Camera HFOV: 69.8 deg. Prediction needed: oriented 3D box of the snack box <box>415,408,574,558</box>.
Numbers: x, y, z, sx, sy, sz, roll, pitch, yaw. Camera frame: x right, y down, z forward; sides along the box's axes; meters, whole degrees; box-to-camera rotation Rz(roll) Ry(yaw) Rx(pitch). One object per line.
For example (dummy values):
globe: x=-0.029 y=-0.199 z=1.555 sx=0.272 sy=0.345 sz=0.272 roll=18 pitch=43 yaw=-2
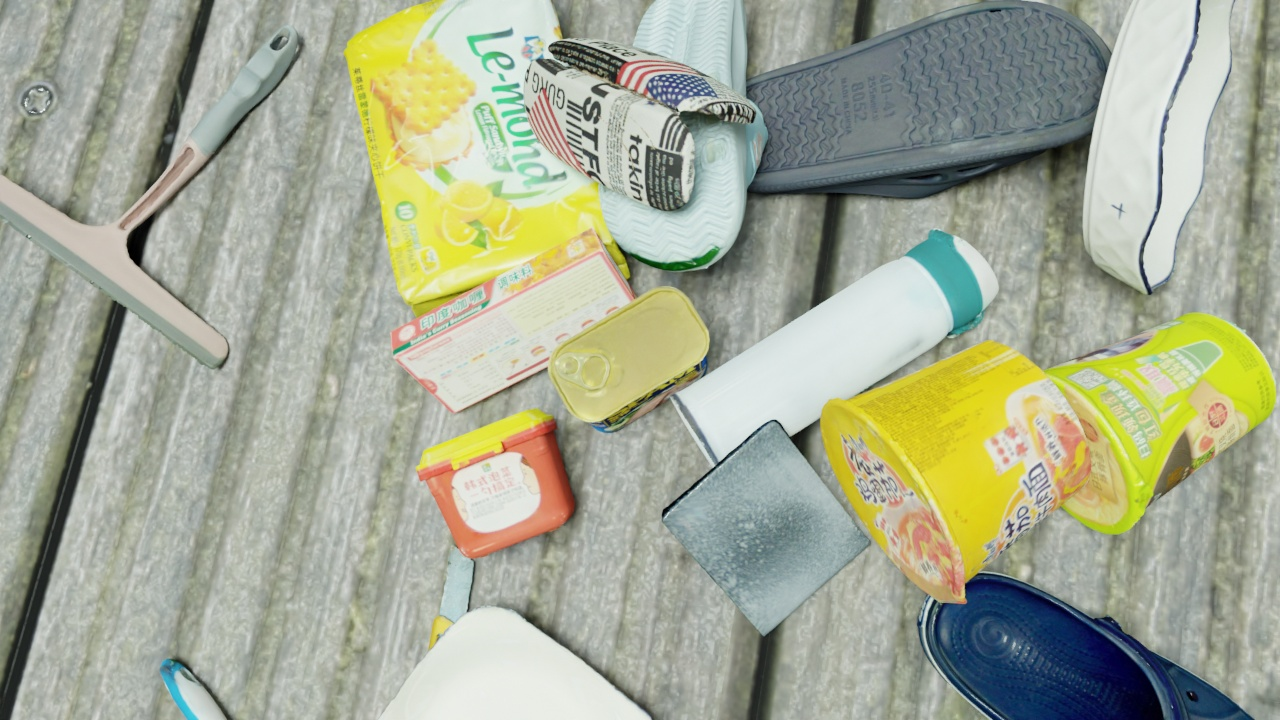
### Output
snack box: x=-0.092 y=0.082 z=0.614 sx=0.091 sy=0.082 sz=0.080 roll=-21 pitch=88 yaw=2

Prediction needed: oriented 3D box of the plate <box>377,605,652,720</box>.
plate: x=-0.088 y=0.258 z=0.591 sx=0.164 sy=0.034 sz=0.163 roll=38 pitch=81 yaw=2

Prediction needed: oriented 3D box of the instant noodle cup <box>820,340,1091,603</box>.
instant noodle cup: x=0.194 y=0.060 z=0.566 sx=0.109 sy=0.138 sz=0.138 roll=-28 pitch=77 yaw=-9

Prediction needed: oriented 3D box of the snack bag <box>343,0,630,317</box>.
snack bag: x=-0.114 y=-0.152 z=0.666 sx=0.158 sy=0.068 sz=0.246 roll=-16 pitch=78 yaw=3

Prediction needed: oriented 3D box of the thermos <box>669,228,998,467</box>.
thermos: x=0.133 y=-0.005 z=0.614 sx=0.224 sy=0.073 sz=0.073 roll=-32 pitch=78 yaw=-1

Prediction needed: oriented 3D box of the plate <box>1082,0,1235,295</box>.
plate: x=0.320 y=-0.145 z=0.564 sx=0.046 sy=0.204 sz=0.204 roll=16 pitch=80 yaw=35

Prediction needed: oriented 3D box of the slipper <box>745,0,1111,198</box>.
slipper: x=0.182 y=-0.168 z=0.640 sx=0.269 sy=0.083 sz=0.110 roll=-6 pitch=76 yaw=24

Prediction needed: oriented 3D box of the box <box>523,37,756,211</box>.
box: x=-0.003 y=-0.157 z=0.573 sx=0.086 sy=0.076 sz=0.162 roll=-28 pitch=43 yaw=-26

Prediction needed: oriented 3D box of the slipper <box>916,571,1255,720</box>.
slipper: x=0.286 y=0.213 z=0.543 sx=0.253 sy=0.095 sz=0.105 roll=37 pitch=87 yaw=15

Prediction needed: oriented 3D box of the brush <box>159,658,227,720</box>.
brush: x=-0.242 y=0.339 z=0.595 sx=0.314 sy=0.060 sz=0.109 roll=37 pitch=79 yaw=14

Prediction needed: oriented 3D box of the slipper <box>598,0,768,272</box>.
slipper: x=0.036 y=-0.161 z=0.630 sx=0.104 sy=0.074 sz=0.244 roll=-11 pitch=58 yaw=30

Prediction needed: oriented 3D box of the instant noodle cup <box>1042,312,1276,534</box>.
instant noodle cup: x=0.315 y=0.030 z=0.572 sx=0.123 sy=0.112 sz=0.111 roll=-27 pitch=77 yaw=-7

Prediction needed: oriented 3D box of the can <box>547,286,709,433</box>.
can: x=-0.004 y=0.004 z=0.616 sx=0.102 sy=0.083 sz=0.057 roll=-31 pitch=77 yaw=-1

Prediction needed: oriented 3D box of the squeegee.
squeegee: x=-0.346 y=-0.161 z=0.707 sx=0.247 sy=0.040 sz=0.249 roll=37 pitch=79 yaw=-5

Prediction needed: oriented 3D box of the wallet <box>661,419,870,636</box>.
wallet: x=0.082 y=0.109 z=0.593 sx=0.097 sy=0.019 sz=0.121 roll=-40 pitch=111 yaw=-4

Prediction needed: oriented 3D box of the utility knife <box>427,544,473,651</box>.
utility knife: x=-0.139 y=0.227 z=0.621 sx=0.033 sy=0.015 sz=0.201 roll=7 pitch=80 yaw=4

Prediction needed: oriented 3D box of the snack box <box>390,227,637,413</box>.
snack box: x=-0.082 y=-0.024 z=0.623 sx=0.156 sy=0.077 sz=0.027 roll=-26 pitch=51 yaw=7
